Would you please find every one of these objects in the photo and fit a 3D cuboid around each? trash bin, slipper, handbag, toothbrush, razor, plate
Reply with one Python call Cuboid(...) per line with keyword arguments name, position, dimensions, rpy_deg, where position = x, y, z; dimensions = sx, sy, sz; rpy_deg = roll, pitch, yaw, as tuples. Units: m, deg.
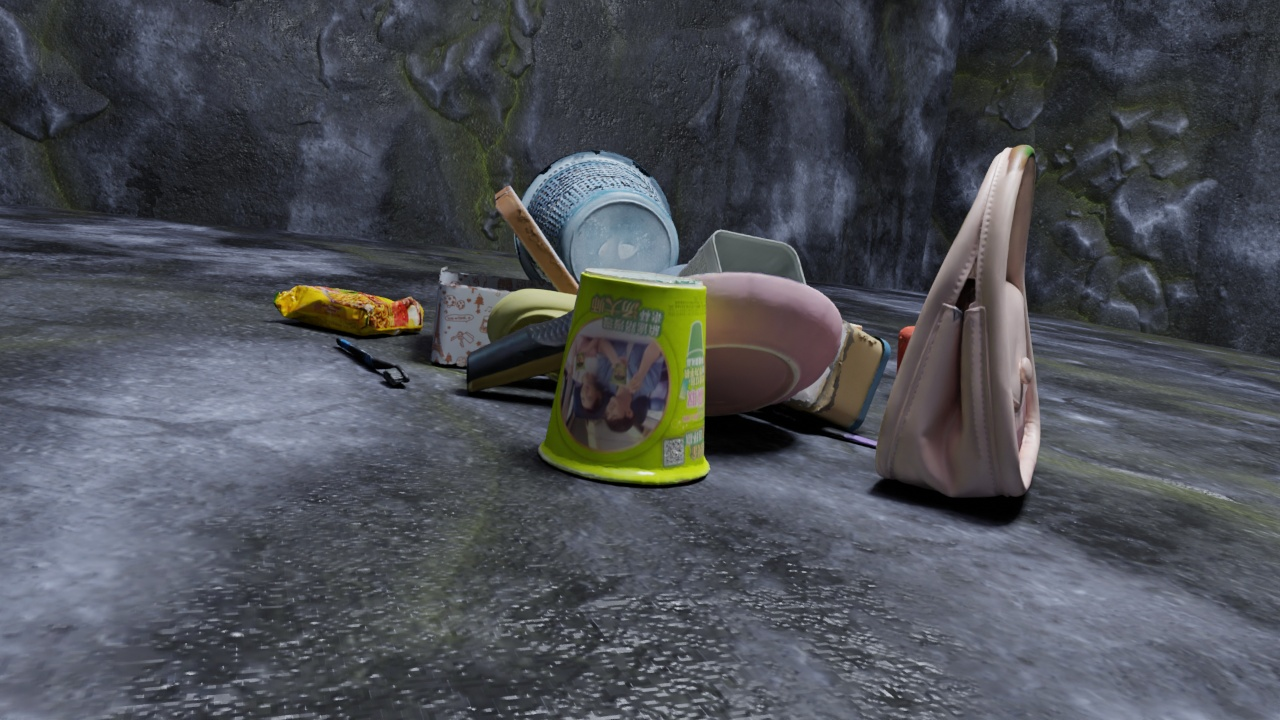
Cuboid(name="trash bin", position=(-0.045, -0.156, 1.209), dimensions=(0.226, 0.227, 0.195), rpy_deg=(5, 15, -14))
Cuboid(name="slipper", position=(-0.043, -0.004, 0.812), dimensions=(0.190, 0.092, 0.081), rpy_deg=(11, 44, -23))
Cuboid(name="handbag", position=(0.239, -0.030, 0.637), dimensions=(0.093, 0.234, 0.193), rpy_deg=(9, 9, 26))
Cuboid(name="toothbrush", position=(0.132, 0.048, 0.769), dimensions=(0.189, 0.017, 0.014), rpy_deg=(15, 12, 37))
Cuboid(name="razor", position=(-0.065, -0.010, 0.744), dimensions=(0.167, 0.068, 0.062), rpy_deg=(-18, 29, 3))
Cuboid(name="plate", position=(0.058, 0.001, 0.695), dimensions=(0.192, 0.039, 0.193), rpy_deg=(-2, -28, -1))
Cuboid(name="toothbrush", position=(-0.242, -0.001, 0.808), dimensions=(0.016, 0.014, 0.190), rpy_deg=(-26, 24, -28))

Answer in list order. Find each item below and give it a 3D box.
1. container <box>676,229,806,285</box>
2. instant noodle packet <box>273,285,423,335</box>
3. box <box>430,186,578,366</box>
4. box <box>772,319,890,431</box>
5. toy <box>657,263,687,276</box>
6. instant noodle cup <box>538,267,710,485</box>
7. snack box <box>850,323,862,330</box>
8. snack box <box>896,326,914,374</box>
Cuboid(name="container", position=(0.071, -0.037, 0.771), dimensions=(0.090, 0.090, 0.115), rpy_deg=(7, -30, -31))
Cuboid(name="instant noodle packet", position=(-0.315, -0.056, 1.004), dimensions=(0.128, 0.044, 0.110), rpy_deg=(10, 5, 22))
Cuboid(name="box", position=(-0.126, -0.090, 0.921), dimensions=(0.152, 0.178, 0.182), rpy_deg=(4, 9, -12))
Cuboid(name="box", position=(0.135, 0.000, 0.814), dimensions=(0.061, 0.090, 0.184), rpy_deg=(23, 0, -38))
Cuboid(name="toy", position=(0.072, -0.061, 1.086), dimensions=(0.138, 0.091, 0.355), rpy_deg=(27, 18, 21))
Cuboid(name="instant noodle cup", position=(-0.003, 0.005, 0.588), dimensions=(0.111, 0.123, 0.111), rpy_deg=(7, 9, -1))
Cuboid(name="snack box", position=(0.156, -0.007, 0.936), dimensions=(0.094, 0.077, 0.093), rpy_deg=(0, 11, -34))
Cuboid(name="snack box", position=(0.313, 0.005, 0.952), dimensions=(0.080, 0.091, 0.082), rpy_deg=(-1, 9, -6))
